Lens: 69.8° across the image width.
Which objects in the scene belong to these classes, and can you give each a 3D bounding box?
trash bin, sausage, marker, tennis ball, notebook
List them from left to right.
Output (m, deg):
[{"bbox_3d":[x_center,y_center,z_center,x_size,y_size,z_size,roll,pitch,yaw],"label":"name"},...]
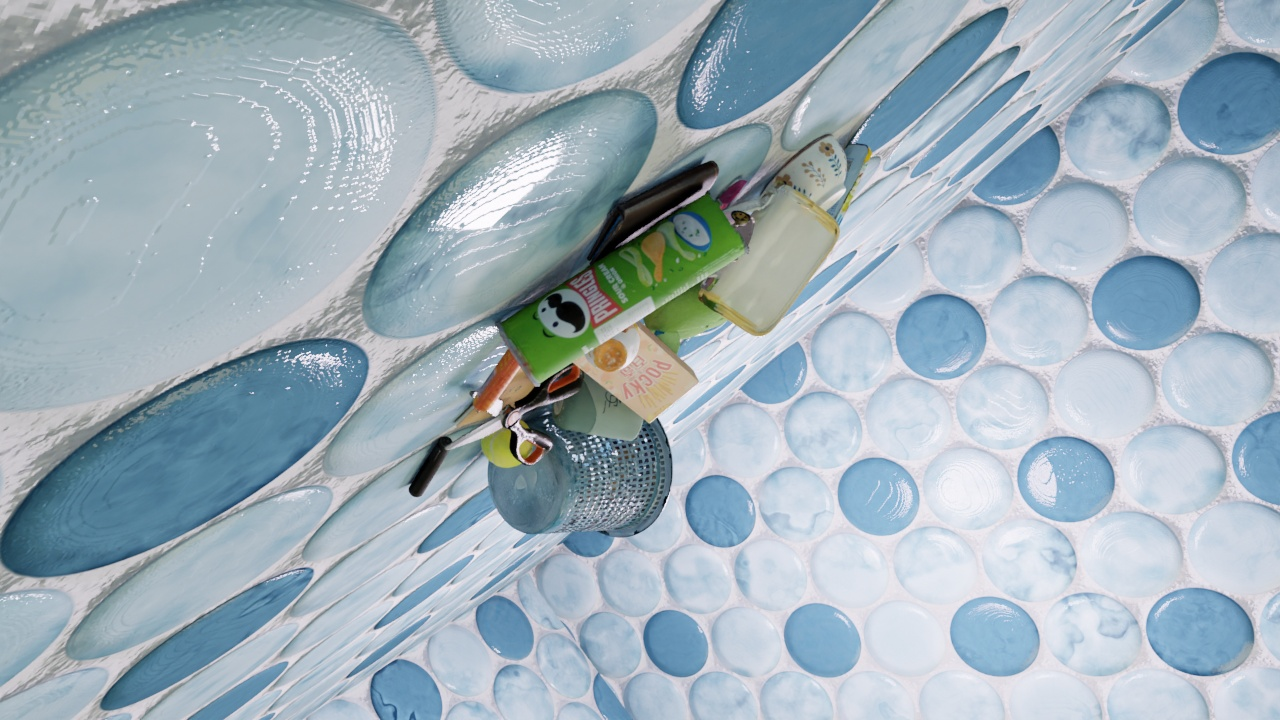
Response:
[{"bbox_3d":[-0.254,0.130,1.106,0.022,0.020,0.132,-44,176,-43],"label":"marker"},{"bbox_3d":[-0.168,0.103,1.158,0.065,0.065,0.065,-37,170,-8],"label":"tennis ball"},{"bbox_3d":[-0.126,-0.003,0.921,0.165,0.021,0.021,-51,166,28],"label":"sausage"},{"bbox_3d":[-0.112,0.001,1.070,0.208,0.008,0.147,-43,169,23],"label":"notebook"},{"bbox_3d":[-0.099,0.155,1.302,0.194,0.226,0.227,-3,145,-52],"label":"trash bin"}]

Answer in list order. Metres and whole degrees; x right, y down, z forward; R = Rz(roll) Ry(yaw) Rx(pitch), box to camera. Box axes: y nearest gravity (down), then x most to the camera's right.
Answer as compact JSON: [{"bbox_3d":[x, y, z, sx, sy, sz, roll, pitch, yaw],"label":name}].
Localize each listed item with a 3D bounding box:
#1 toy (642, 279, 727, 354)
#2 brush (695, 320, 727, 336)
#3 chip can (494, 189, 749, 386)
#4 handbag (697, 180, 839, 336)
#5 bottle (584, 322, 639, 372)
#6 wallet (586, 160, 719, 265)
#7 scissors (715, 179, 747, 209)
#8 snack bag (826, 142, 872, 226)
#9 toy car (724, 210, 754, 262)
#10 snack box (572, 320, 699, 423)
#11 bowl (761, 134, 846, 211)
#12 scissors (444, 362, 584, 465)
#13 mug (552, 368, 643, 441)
[{"bbox_3d":[0.098,-0.094,1.163,0.246,0.090,0.228,-28,158,-30],"label":"toy"},{"bbox_3d":[0.054,-0.050,1.325,0.110,0.060,0.313,-42,168,37],"label":"brush"},{"bbox_3d":[-0.016,-0.066,0.852,0.236,0.072,0.072,-32,170,-2],"label":"chip can"},{"bbox_3d":[0.124,-0.127,1.036,0.178,0.063,0.163,26,103,-47],"label":"handbag"},{"bbox_3d":[-0.032,-0.018,0.983,0.063,0.063,0.108,-40,-167,9],"label":"bottle"},{"bbox_3d":[0.011,-0.138,0.860,0.122,0.020,0.097,-30,168,-31],"label":"wallet"},{"bbox_3d":[0.070,-0.156,1.006,0.128,0.017,0.133,-40,175,-8],"label":"scissors"},{"bbox_3d":[0.239,-0.183,1.185,0.191,0.039,0.110,-65,-170,-1],"label":"snack bag"},{"bbox_3d":[0.065,-0.122,0.940,0.122,0.037,0.056,-20,140,-35],"label":"toy car"},{"bbox_3d":[-0.006,0.006,1.096,0.084,0.026,0.157,-40,129,12],"label":"snack box"},{"bbox_3d":[0.208,-0.211,1.113,0.113,0.062,0.113,-38,172,-7],"label":"bowl"},{"bbox_3d":[-0.139,0.070,1.065,0.220,0.022,0.222,-41,151,-35],"label":"scissors"},{"bbox_3d":[-0.055,0.043,1.202,0.106,0.111,0.082,11,156,-17],"label":"mug"}]
